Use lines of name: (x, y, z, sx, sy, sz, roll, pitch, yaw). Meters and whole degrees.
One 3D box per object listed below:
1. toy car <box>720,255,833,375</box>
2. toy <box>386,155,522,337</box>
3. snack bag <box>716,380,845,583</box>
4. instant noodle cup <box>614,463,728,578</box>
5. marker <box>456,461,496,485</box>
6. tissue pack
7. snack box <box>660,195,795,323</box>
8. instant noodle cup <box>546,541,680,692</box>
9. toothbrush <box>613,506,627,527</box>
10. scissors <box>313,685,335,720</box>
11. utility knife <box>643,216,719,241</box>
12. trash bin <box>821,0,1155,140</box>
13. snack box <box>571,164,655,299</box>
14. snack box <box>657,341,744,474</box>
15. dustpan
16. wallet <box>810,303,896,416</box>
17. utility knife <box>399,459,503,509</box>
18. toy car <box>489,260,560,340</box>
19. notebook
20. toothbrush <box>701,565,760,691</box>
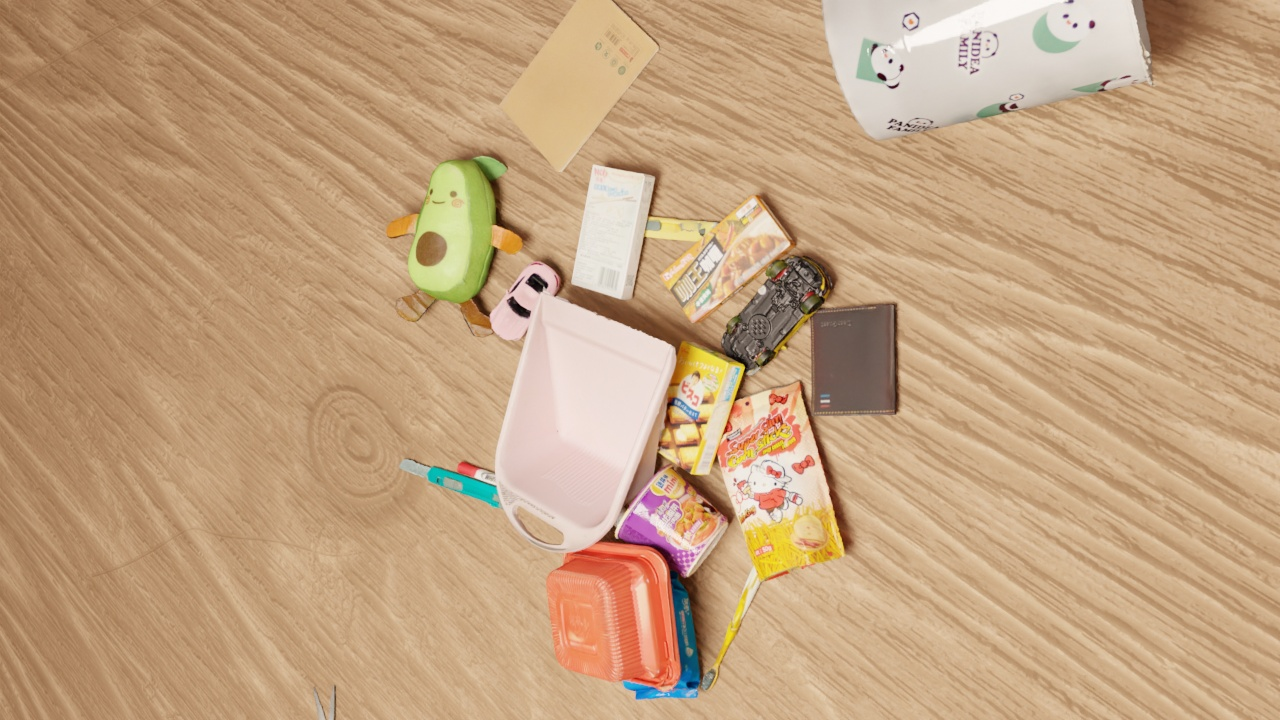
toy car: (0.152, -0.052, 1.052, 0.071, 0.041, 0.156, 49, 120, 21)
toy: (-0.258, -0.161, 1.257, 0.227, 0.089, 0.247, 11, 98, 19)
snack bag: (0.153, 0.138, 1.045, 0.129, 0.073, 0.207, -24, 70, 27)
instant noodle cup: (0.042, 0.192, 1.077, 0.099, 0.111, 0.112, 35, 105, 16)
marker: (-0.191, 0.165, 1.254, 0.145, 0.017, 0.017, 14, 95, 29)
tissue pack: (0.019, 0.330, 1.110, 0.095, 0.052, 0.157, -13, 83, 32)
snack box: (0.102, -0.119, 1.087, 0.154, 0.026, 0.075, -39, 78, 24)
instant noodle cup: (-0.041, 0.296, 1.059, 0.189, 0.079, 0.164, -8, 90, 47)
toothbrush: (-0.032, 0.193, 1.158, 0.221, 0.027, 0.026, 33, 83, 26)
scissors: (-0.477, 0.593, 1.406, 0.159, 0.014, 0.175, 36, 104, 25)
utility knife: (0.035, -0.166, 1.140, 0.165, 0.018, 0.031, 9, 99, 25)
trash bin: (0.325, -0.334, 0.870, 0.253, 0.229, 0.229, -11, 83, 33)
snack box: (-0.036, -0.162, 1.157, 0.085, 0.026, 0.157, 19, 104, 33)
snack box: (0.065, 0.056, 1.088, 0.087, 0.033, 0.140, 29, 103, 49)
dustpan: (-0.084, 0.083, 1.090, 0.223, 0.138, 0.274, 21, 126, 37)
wallet: (0.236, 0.001, 1.020, 0.096, 0.020, 0.122, -2, 86, 29)
utility knife: (-0.265, 0.173, 1.296, 0.206, 0.013, 0.029, 13, 95, 29)
toy car: (-0.154, -0.077, 1.218, 0.056, 0.037, 0.123, 39, 110, -2)
notebook: (-0.086, -0.374, 1.212, 0.208, 0.008, 0.148, -48, 68, 20)
toothbrush: (0.111, 0.309, 1.081, 0.016, 0.018, 0.191, 27, 102, 25)
